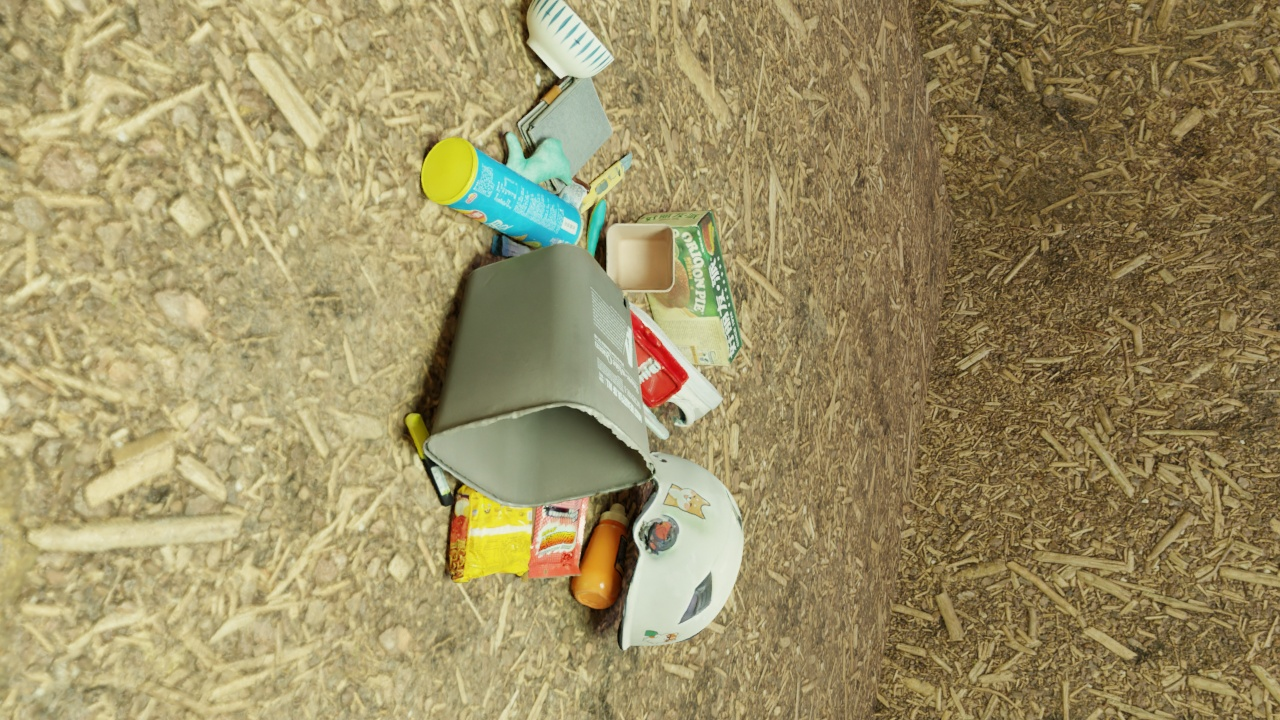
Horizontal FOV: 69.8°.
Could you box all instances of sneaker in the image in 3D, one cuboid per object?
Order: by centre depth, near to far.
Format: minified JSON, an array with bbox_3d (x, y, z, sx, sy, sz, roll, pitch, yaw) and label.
[{"bbox_3d":[0.020,0.010,1.347,0.091,0.089,0.242,-41,123,5],"label":"sneaker"}]

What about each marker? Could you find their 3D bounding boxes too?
[{"bbox_3d":[-0.221,0.107,0.967,0.018,0.015,0.124,-53,139,-45],"label":"marker"}]

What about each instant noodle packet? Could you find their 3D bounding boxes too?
[{"bbox_3d":[-0.166,0.193,1.042,0.128,0.044,0.110,15,79,-61],"label":"instant noodle packet"}]

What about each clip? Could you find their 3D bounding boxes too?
[{"bbox_3d":[-0.151,-0.129,1.077,0.058,0.037,0.026,21,68,-61],"label":"clip"}]

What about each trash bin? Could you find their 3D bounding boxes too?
[{"bbox_3d":[-0.098,0.015,0.980,0.199,0.199,0.219,49,33,-51],"label":"trash bin"}]

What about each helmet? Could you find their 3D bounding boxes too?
[{"bbox_3d":[0.061,0.263,1.252,0.230,0.157,0.273,91,5,-50],"label":"helmet"}]

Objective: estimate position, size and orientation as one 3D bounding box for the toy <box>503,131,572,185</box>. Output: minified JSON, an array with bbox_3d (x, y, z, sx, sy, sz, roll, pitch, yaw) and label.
[{"bbox_3d":[-0.126,-0.233,1.084,0.091,0.030,0.096,-36,129,-24],"label":"toy"}]

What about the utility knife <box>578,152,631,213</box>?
[{"bbox_3d":[-0.052,-0.245,1.262,0.182,0.019,0.031,-57,145,-50],"label":"utility knife"}]

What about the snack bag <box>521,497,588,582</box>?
[{"bbox_3d":[-0.097,0.171,1.152,0.128,0.073,0.207,18,80,-62],"label":"snack bag"}]

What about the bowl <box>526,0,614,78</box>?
[{"bbox_3d":[-0.094,-0.382,1.097,0.066,0.116,0.116,-43,149,10],"label":"bowl"}]

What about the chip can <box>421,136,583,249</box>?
[{"bbox_3d":[-0.148,-0.177,1.023,0.210,0.071,0.071,20,74,-60],"label":"chip can"}]

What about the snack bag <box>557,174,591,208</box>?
[{"bbox_3d":[-0.095,-0.196,1.165,0.045,0.026,0.105,33,60,-22],"label":"snack bag"}]

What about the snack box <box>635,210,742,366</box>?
[{"bbox_3d":[0.071,-0.106,1.385,0.063,0.115,0.240,-52,135,-46],"label":"snack box"}]

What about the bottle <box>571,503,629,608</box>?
[{"bbox_3d":[-0.047,0.260,1.250,0.067,0.067,0.149,63,32,-41],"label":"bottle"}]

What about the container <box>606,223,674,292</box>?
[{"bbox_3d":[0.003,-0.136,1.257,0.111,0.090,0.090,-14,104,-86],"label":"container"}]

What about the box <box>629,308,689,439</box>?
[{"bbox_3d":[-0.007,0.007,1.219,0.094,0.100,0.201,-41,126,4],"label":"box"}]

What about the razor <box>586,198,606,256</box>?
[{"bbox_3d":[-0.061,-0.151,1.229,0.043,0.028,0.132,6,90,-35],"label":"razor"}]

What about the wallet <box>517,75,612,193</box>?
[{"bbox_3d":[-0.095,-0.290,1.149,0.129,0.037,0.107,-53,136,-30],"label":"wallet"}]
